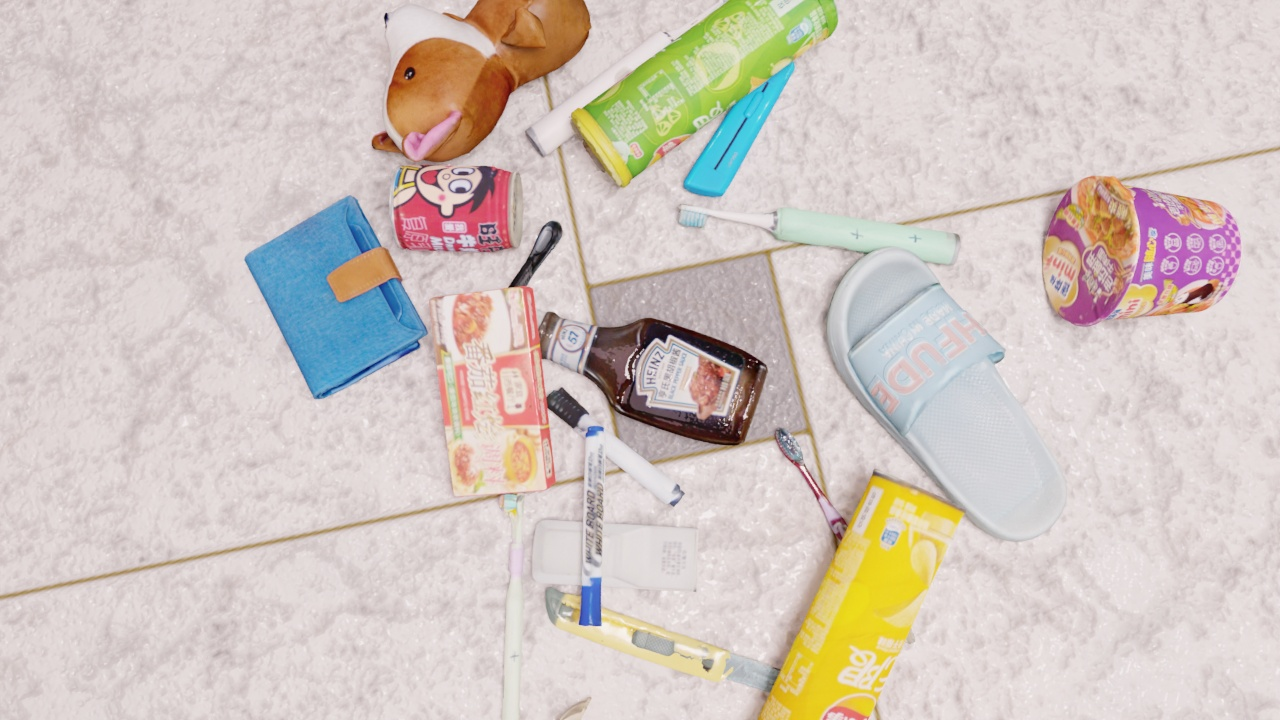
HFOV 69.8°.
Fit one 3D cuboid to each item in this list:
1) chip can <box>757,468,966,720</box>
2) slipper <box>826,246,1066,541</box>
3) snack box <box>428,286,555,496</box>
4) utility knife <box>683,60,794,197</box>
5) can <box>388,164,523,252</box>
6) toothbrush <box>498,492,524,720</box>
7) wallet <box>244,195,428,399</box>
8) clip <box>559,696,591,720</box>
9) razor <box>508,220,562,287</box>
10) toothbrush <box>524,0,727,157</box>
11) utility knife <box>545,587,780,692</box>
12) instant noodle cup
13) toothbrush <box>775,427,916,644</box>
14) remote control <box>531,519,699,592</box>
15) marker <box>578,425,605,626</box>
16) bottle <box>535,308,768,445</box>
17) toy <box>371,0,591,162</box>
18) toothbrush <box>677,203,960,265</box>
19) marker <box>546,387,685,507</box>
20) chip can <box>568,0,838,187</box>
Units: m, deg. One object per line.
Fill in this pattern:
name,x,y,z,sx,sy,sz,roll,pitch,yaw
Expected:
chip can,0.152,0.186,0.650,0.072,0.072,0.213,25,88,4
slipper,0.230,0.026,0.684,0.104,0.074,0.245,-34,83,-4
snack box,-0.111,0.024,0.690,0.075,0.025,0.153,-5,94,12
utility knife,0.099,-0.221,0.754,0.034,0.018,0.206,30,81,6
can,-0.141,-0.118,0.716,0.094,0.066,0.066,2,81,1
toothbrush,-0.098,0.195,0.690,0.020,0.029,0.189,6,80,-40
wallet,-0.239,-0.050,0.722,0.106,0.040,0.133,-29,82,1
clip,-0.068,0.285,0.669,0.104,0.034,0.081,-32,85,4
razor,-0.104,-0.050,0.726,0.043,0.022,0.142,32,84,11
toothbrush,0.000,-0.243,0.754,0.221,0.026,0.027,-38,124,-5
utility knife,0.018,0.213,0.690,0.195,0.020,0.031,18,87,-1
instant noodle cup,0.377,-0.079,0.687,0.099,0.112,0.111,2,81,-7
toothbrush,0.155,0.131,0.696,0.016,0.017,0.187,-31,82,-4
remote control,-0.019,0.147,0.693,0.125,0.024,0.049,3,79,0
marker,-0.035,0.121,0.677,0.017,0.017,0.145,1,76,1
bottle,-0.004,0.004,0.707,0.195,0.044,0.080,19,84,5
toy,-0.133,-0.236,0.710,0.130,0.140,0.199,38,87,-23
toothbrush,0.141,-0.104,0.730,0.224,0.026,0.027,9,102,2
marker,-0.020,0.066,0.709,0.131,0.018,0.022,37,74,6
chip can,0.052,-0.227,0.719,0.221,0.072,0.072,-36,82,0
